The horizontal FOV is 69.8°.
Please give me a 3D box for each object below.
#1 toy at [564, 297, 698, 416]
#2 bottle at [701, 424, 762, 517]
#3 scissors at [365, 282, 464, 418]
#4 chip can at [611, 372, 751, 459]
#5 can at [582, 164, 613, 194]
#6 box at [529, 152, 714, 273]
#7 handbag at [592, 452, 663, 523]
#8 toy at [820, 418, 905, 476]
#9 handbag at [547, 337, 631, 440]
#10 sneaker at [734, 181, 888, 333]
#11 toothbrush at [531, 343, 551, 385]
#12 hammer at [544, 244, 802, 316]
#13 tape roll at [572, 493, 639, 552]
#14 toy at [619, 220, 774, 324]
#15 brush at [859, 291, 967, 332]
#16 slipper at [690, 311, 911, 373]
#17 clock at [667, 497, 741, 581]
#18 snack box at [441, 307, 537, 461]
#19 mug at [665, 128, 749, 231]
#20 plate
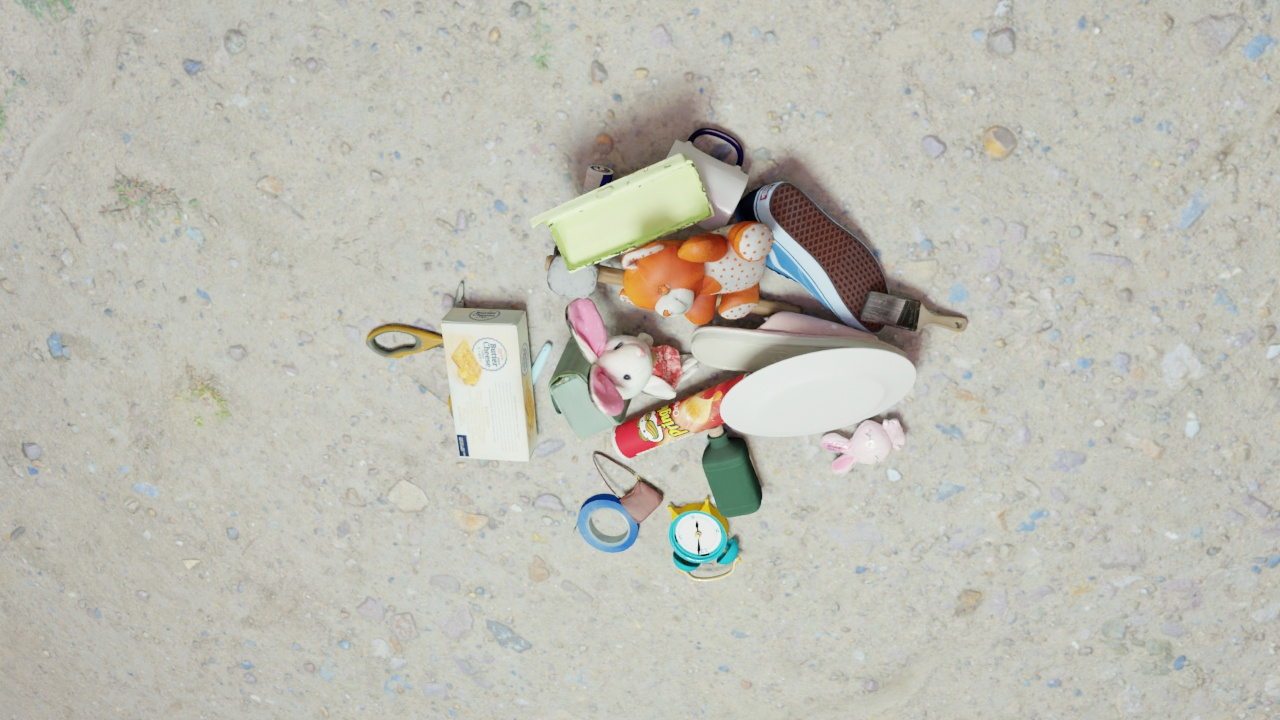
[{"bbox_3d":[-0.007,0.007,1.163,0.194,0.159,0.084,10,146,-41],"label":"toy"},{"bbox_3d":[0.120,0.144,1.256,0.061,0.061,0.131,-13,112,18],"label":"bottle"},{"bbox_3d":[-0.278,-0.008,1.281,0.230,0.016,0.226,9,116,5],"label":"scissors"},{"bbox_3d":[0.061,0.076,1.221,0.215,0.051,0.052,-24,109,30],"label":"chip can"},{"bbox_3d":[-0.058,-0.194,1.143,0.032,0.032,0.095,15,117,3],"label":"can"},{"bbox_3d":[-0.021,-0.175,1.036,0.188,0.066,0.127,-21,150,15],"label":"box"},{"bbox_3d":[-0.026,0.176,1.319,0.119,0.029,0.055,44,95,-5],"label":"handbag"},{"bbox_3d":[0.296,0.114,1.219,0.110,0.047,0.063,-24,111,28],"label":"toy"},{"bbox_3d":[-0.069,0.033,1.206,0.067,0.121,0.106,-26,111,22],"label":"handbag"},{"bbox_3d":[0.207,-0.123,1.121,0.241,0.083,0.098,42,160,-23],"label":"sneaker"},{"bbox_3d":[-0.159,0.037,1.281,0.022,0.016,0.155,47,122,29],"label":"toothbrush"},{"bbox_3d":[0.042,-0.091,1.156,0.328,0.098,0.052,11,111,-4],"label":"hammer"},{"bbox_3d":[-0.047,0.241,1.358,0.093,0.016,0.091,24,117,-2],"label":"tape roll"},{"bbox_3d":[0.063,-0.098,1.057,0.172,0.092,0.164,-10,154,-6],"label":"toy"},{"bbox_3d":[0.335,-0.054,1.119,0.151,0.012,0.039,10,89,-18],"label":"brush"},{"bbox_3d":[0.199,-0.017,1.152,0.274,0.054,0.114,7,151,11],"label":"slipper"},{"bbox_3d":[0.089,0.262,1.331,0.099,0.043,0.130,-14,105,16],"label":"clock"},{"bbox_3d":[-0.202,0.034,1.246,0.104,0.057,0.208,2,115,9],"label":"snack box"},{"bbox_3d":[0.075,-0.220,1.089,0.097,0.078,0.112,26,89,-3],"label":"mug"},{"bbox_3d":[0.219,0.050,1.133,0.242,0.016,0.243,-6,152,-3],"label":"plate"}]
